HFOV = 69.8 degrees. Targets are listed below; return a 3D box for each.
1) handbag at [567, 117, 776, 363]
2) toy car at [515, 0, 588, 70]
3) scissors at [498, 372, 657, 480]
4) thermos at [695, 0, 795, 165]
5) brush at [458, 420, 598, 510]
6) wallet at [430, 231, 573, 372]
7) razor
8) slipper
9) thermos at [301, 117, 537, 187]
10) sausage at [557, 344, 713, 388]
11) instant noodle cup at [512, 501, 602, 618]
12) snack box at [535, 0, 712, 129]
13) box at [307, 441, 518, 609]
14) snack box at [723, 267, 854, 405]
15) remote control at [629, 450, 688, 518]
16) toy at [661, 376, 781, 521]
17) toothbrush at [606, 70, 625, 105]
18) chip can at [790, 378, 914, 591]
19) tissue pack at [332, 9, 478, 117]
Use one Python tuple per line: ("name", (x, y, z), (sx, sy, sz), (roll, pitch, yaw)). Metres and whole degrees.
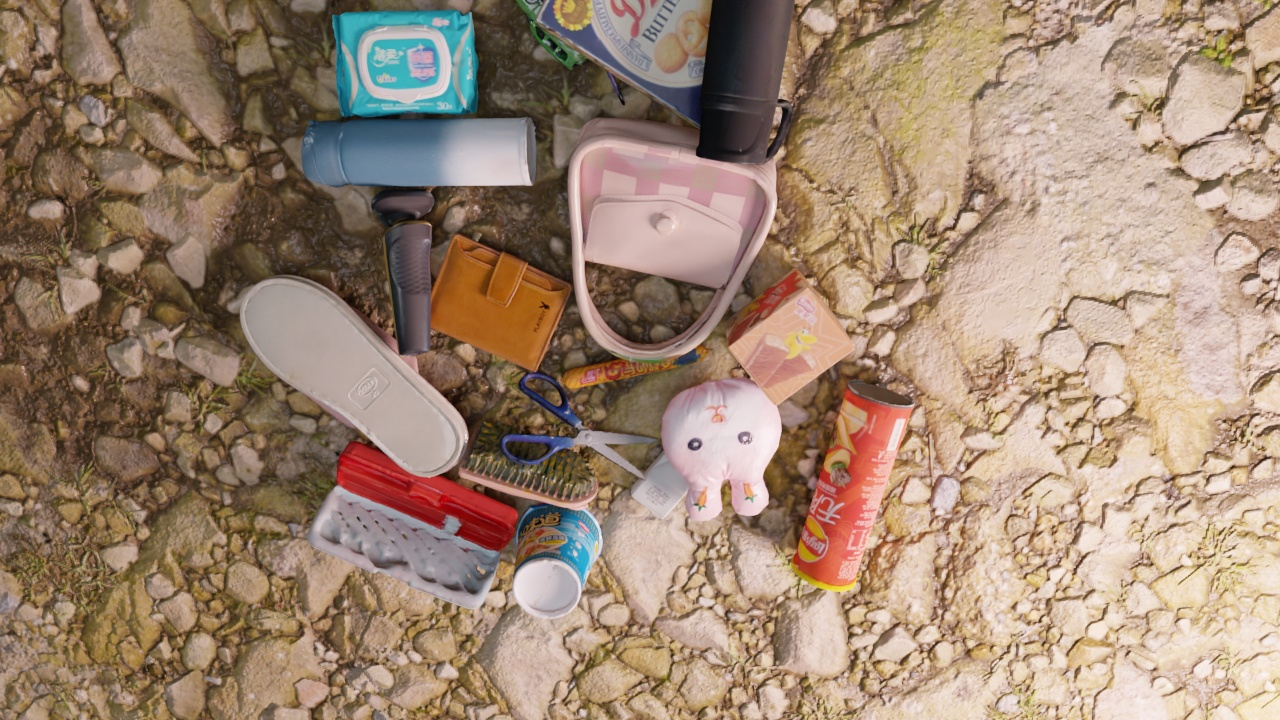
("handbag", (0.016, -0.108, 0.888), (0.193, 0.093, 0.235), (13, 115, -1))
("toy car", (-0.082, -0.308, 0.841), (0.036, 0.043, 0.091), (-40, 102, 14))
("scissors", (-0.070, 0.079, 0.954), (0.162, 0.012, 0.162), (-33, 85, -26))
("thermos", (0.098, -0.285, 0.748), (0.089, 0.068, 0.243), (-9, 114, -39))
("brush", (-0.115, 0.119, 0.974), (0.145, 0.063, 0.073), (19, 136, -6))
("wallet", (-0.144, -0.064, 0.930), (0.130, 0.035, 0.119), (24, 114, -5))
("razor", (-0.230, -0.084, 0.904), (0.062, 0.068, 0.167), (-10, 105, -36))
("slipper", (-0.290, 0.014, 0.946), (0.274, 0.054, 0.114), (39, 102, -2))
("thermos", (-0.210, -0.197, 0.873), (0.220, 0.070, 0.070), (0, 108, 3))
("sausage", (-0.006, 0.006, 0.949), (0.165, 0.021, 0.021), (-12, 107, 6))
("instant noodle cup", (-0.094, 0.215, 0.974), (0.099, 0.109, 0.099), (1, 108, 3))
("snack box", (0.030, -0.320, 0.782), (0.182, 0.045, 0.178), (28, 103, -14))
("box", (-0.239, 0.175, 0.970), (0.201, 0.100, 0.095), (24, 141, -6))
("snack box", (0.142, -0.025, 0.896), (0.094, 0.092, 0.077), (-38, 102, 13))
("remote control", (0.045, 0.111, 0.980), (0.049, 0.024, 0.125), (37, 106, -9))
("toy", (0.085, 0.094, 0.934), (0.121, 0.054, 0.159), (-9, 111, 2))
("toothbrush", (-0.053, -0.326, 0.851), (0.017, 0.014, 0.189), (-27, 105, -2))
("chip can", (0.219, 0.131, 0.954), (0.073, 0.073, 0.217), (13, 108, -2))
("tissue pack", (-0.218, -0.276, 0.854), (0.133, 0.050, 0.093), (-1, 108, 3))
